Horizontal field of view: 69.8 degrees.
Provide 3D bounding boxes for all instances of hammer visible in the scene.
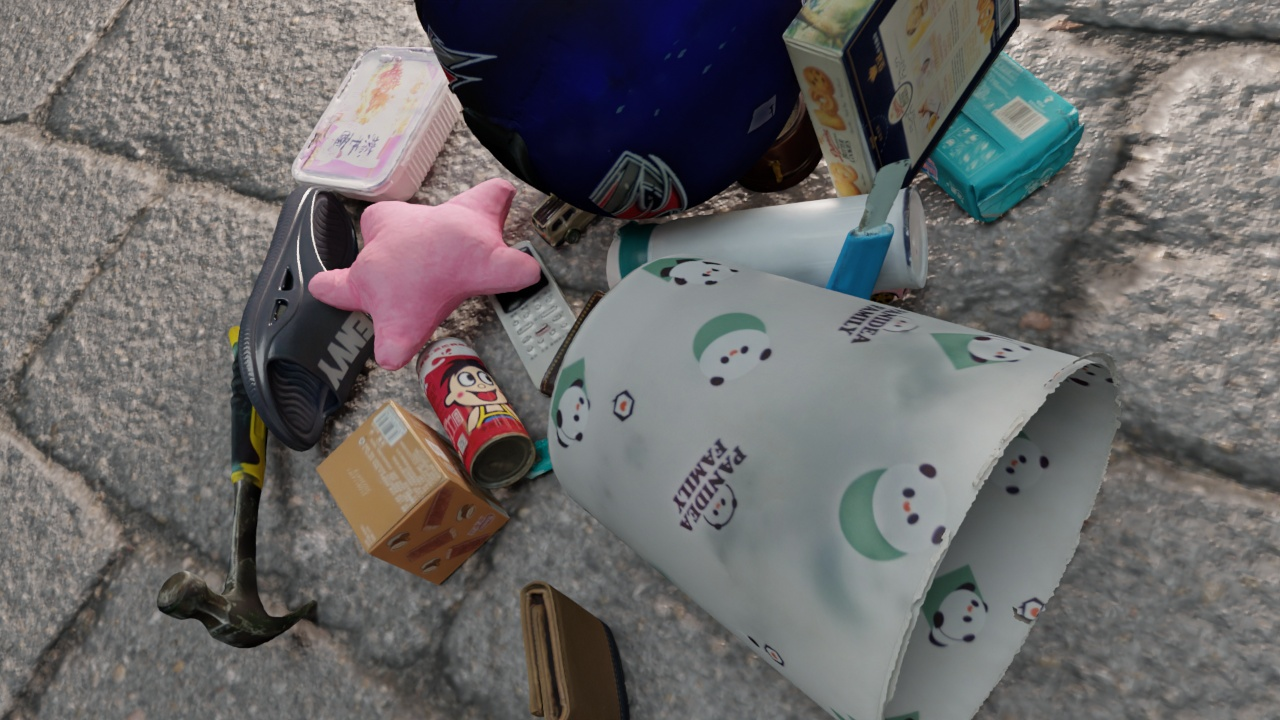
[{"bbox_3d":[-0.329,0.092,0.770,0.032,0.126,0.322,-29,46,9],"label":"hammer"}]

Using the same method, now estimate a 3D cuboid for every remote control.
[{"bbox_3d":[-0.088,-0.039,0.772,0.058,0.021,0.150,-35,56,3],"label":"remote control"}]

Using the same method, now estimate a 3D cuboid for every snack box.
[{"bbox_3d":[-0.170,0.101,0.690,0.077,0.094,0.093,-44,56,-3],"label":"snack box"},{"bbox_3d":[0.177,-0.213,0.591,0.046,0.178,0.182,32,83,31],"label":"snack box"}]

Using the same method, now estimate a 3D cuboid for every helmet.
[{"bbox_3d":[-0.012,-0.220,0.646,0.247,0.240,0.315,-40,11,-3],"label":"helmet"}]

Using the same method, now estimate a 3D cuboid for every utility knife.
[{"bbox_3d":[0.135,-0.051,0.580,0.034,0.195,0.018,2,52,-5],"label":"utility knife"},{"bbox_3d":[-0.005,0.032,0.703,0.223,0.013,0.029,-30,56,6],"label":"utility knife"}]

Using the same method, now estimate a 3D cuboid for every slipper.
[{"bbox_3d":[-0.280,-0.053,0.814,0.083,0.111,0.267,-12,57,14],"label":"slipper"}]

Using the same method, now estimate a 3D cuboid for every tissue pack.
[{"bbox_3d":[0.247,-0.174,0.678,0.093,0.050,0.133,-35,55,6],"label":"tissue pack"}]

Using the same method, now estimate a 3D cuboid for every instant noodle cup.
[{"bbox_3d":[-0.253,-0.230,0.923,0.138,0.060,0.173,14,71,29],"label":"instant noodle cup"}]

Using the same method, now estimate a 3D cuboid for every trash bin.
[{"bbox_3d":[0.096,0.061,0.528,0.252,0.229,0.229,27,77,38],"label":"trash bin"}]

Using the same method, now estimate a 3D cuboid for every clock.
[{"bbox_3d":[0.108,-0.195,0.747,0.082,0.055,0.121,13,73,30],"label":"clock"}]

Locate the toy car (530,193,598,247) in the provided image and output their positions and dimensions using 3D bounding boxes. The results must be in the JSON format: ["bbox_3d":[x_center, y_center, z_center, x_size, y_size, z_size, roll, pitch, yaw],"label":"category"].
[{"bbox_3d":[-0.054,-0.140,0.803,0.090,0.035,0.042,-42,56,-4],"label":"toy car"}]

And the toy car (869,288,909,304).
[{"bbox_3d":[0.138,-0.067,0.679,0.122,0.037,0.056,-6,63,20],"label":"toy car"}]

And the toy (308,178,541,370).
[{"bbox_3d":[-0.180,-0.092,0.779,0.194,0.075,0.178,-37,60,-17],"label":"toy"}]

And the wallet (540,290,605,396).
[{"bbox_3d":[-0.004,0.004,0.697,0.122,0.020,0.096,20,71,24],"label":"wallet"}]

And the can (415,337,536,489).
[{"bbox_3d":[-0.133,0.038,0.724,0.053,0.053,0.132,-40,48,0],"label":"can"}]

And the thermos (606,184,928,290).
[{"bbox_3d":[0.082,-0.072,0.647,0.225,0.073,0.073,-3,63,27],"label":"thermos"}]

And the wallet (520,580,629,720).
[{"bbox_3d":[-0.040,0.194,0.572,0.033,0.115,0.090,-17,58,7],"label":"wallet"}]
